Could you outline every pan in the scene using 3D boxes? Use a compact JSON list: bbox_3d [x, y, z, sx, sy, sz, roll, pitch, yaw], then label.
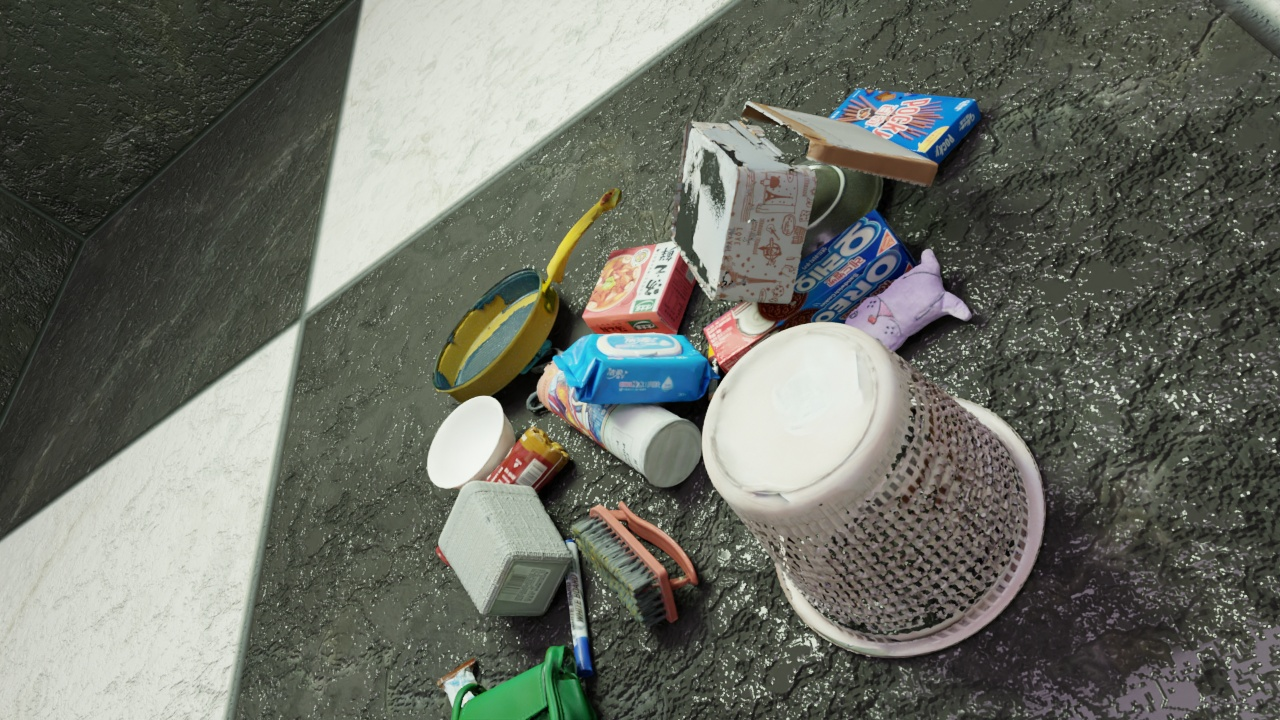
[{"bbox_3d":[-0.137,-0.082,1.134,0.358,0.078,0.197,-34,32,24],"label":"pan"}]

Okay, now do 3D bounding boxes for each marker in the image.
[{"bbox_3d":[-0.062,0.238,0.895,0.017,0.017,0.145,-32,42,19],"label":"marker"},{"bbox_3d":[0.079,0.013,0.947,0.018,0.015,0.123,-18,51,34],"label":"marker"}]

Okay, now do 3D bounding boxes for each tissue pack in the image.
[{"bbox_3d":[-0.005,0.005,0.928,0.095,0.157,0.052,-125,35,-67],"label":"tissue pack"}]

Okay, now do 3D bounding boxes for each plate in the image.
[{"bbox_3d":[0.169,-0.164,0.978,0.180,0.024,0.179,-26,38,22],"label":"plate"}]

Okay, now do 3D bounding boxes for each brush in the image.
[{"bbox_3d":[-0.007,0.181,0.863,0.069,0.063,0.146,-26,33,-20],"label":"brush"}]

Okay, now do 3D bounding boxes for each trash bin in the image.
[{"bbox_3d":[0.157,0.081,0.684,0.228,0.192,0.227,-24,46,27],"label":"trash bin"}]

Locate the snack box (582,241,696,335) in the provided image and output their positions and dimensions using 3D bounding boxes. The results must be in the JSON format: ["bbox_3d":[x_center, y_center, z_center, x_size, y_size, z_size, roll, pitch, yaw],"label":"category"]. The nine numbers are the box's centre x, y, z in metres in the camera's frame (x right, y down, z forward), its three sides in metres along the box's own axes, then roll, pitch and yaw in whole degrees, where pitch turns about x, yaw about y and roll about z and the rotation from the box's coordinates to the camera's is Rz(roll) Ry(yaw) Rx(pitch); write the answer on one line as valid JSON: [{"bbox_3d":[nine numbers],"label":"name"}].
[{"bbox_3d":[-0.001,-0.072,1.057,0.113,0.044,0.126,-3,54,38],"label":"snack box"}]

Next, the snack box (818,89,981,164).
[{"bbox_3d":[0.263,-0.244,0.959,0.084,0.026,0.157,-46,38,-15],"label":"snack box"}]

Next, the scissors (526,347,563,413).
[{"bbox_3d":[-0.075,0.003,1.096,0.170,0.014,0.159,25,78,49],"label":"scissors"}]

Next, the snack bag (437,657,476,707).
[{"bbox_3d":[-0.170,0.341,0.906,0.048,0.026,0.104,-34,41,-4],"label":"snack bag"}]

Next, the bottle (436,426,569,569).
[{"bbox_3d":[-0.155,0.155,1.014,0.175,0.057,0.057,-49,39,0],"label":"bottle"}]

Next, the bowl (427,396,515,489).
[{"bbox_3d":[-0.184,0.108,1.073,0.118,0.064,0.118,-24,46,28],"label":"bowl"}]

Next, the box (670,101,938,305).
[{"bbox_3d":[0.148,-0.156,0.882,0.183,0.192,0.157,-113,29,-59],"label":"box"}]

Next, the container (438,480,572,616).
[{"bbox_3d":[-0.135,0.194,0.931,0.114,0.090,0.090,45,116,47],"label":"container"}]

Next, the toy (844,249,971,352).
[{"bbox_3d":[0.234,-0.041,0.827,0.108,0.039,0.083,-34,51,16],"label":"toy"}]

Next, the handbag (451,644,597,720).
[{"bbox_3d":[-0.104,0.328,0.817,0.131,0.068,0.120,-30,47,20],"label":"handbag"}]

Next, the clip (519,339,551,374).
[{"bbox_3d":[-0.132,-0.006,1.133,0.057,0.015,0.049,-50,32,-1],"label":"clip"}]

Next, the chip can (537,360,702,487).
[{"bbox_3d":[-0.028,0.058,0.965,0.071,0.071,0.215,-54,39,-6],"label":"chip can"}]

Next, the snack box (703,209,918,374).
[{"bbox_3d":[0.163,-0.058,0.892,0.208,0.057,0.058,-35,44,16],"label":"snack box"}]
